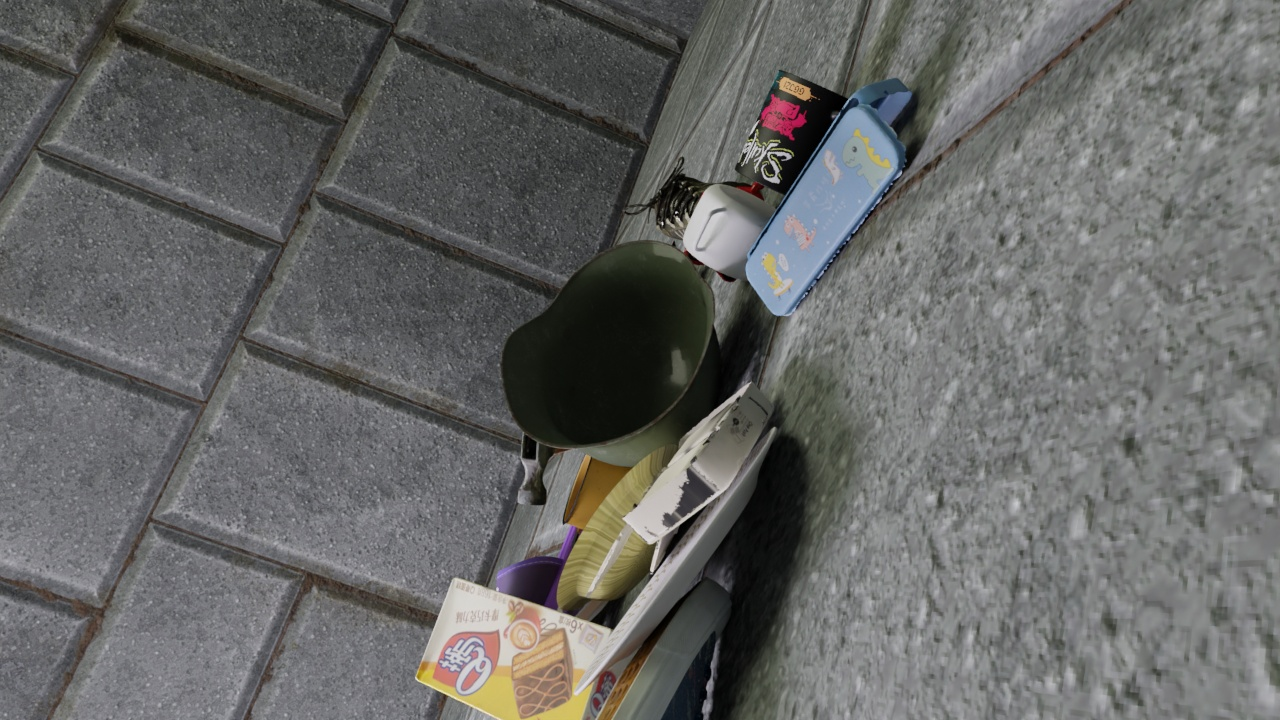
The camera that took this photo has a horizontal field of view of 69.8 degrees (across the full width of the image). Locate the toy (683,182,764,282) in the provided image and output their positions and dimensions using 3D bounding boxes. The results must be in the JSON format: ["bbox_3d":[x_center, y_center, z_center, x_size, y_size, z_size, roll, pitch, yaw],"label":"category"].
[{"bbox_3d":[0.110,-0.161,1.024,0.133,0.088,0.093,-52,-4,21],"label":"toy"}]

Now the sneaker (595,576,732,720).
[{"bbox_3d":[0.012,0.248,0.602,0.234,0.079,0.088,-52,-4,-36],"label":"sneaker"}]

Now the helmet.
[{"bbox_3d":[-0.006,0.006,0.950,0.154,0.227,0.267,53,-148,-49],"label":"helmet"}]

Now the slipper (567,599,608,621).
[{"bbox_3d":[-0.079,0.312,1.100,0.264,0.052,0.114,-54,12,37],"label":"slipper"}]

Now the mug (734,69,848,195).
[{"bbox_3d":[0.153,-0.199,0.841,0.118,0.081,0.098,46,118,51],"label":"mug"}]

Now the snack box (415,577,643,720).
[{"bbox_3d":[-0.108,0.288,0.872,0.231,0.061,0.110,4,67,42],"label":"snack box"}]

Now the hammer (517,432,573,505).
[{"bbox_3d":[-0.066,0.088,1.120,0.330,0.033,0.132,0,-86,-73],"label":"hammer"}]

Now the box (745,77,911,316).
[{"bbox_3d":[0.161,-0.128,0.755,0.085,0.072,0.210,62,148,22],"label":"box"}]

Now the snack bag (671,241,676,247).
[{"bbox_3d":[0.005,-0.085,1.347,0.138,0.066,0.208,-58,6,-13],"label":"snack bag"}]

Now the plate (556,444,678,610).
[{"bbox_3d":[-0.003,0.166,0.854,0.184,0.036,0.185,-45,-25,-28],"label":"plate"}]

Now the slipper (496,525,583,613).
[{"bbox_3d":[-0.116,0.245,1.033,0.107,0.084,0.265,119,175,-59],"label":"slipper"}]

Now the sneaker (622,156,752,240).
[{"bbox_3d":[0.061,-0.208,1.194,0.238,0.143,0.101,-148,80,-81],"label":"sneaker"}]

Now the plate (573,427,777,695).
[{"bbox_3d":[0.032,0.150,0.681,0.242,0.016,0.243,-52,-7,-9],"label":"plate"}]

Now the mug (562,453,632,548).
[{"bbox_3d":[-0.028,0.158,1.003,0.100,0.094,0.123,166,124,-82],"label":"mug"}]

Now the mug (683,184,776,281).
[{"bbox_3d":[0.091,-0.130,0.923,0.115,0.094,0.068,-10,-48,-54],"label":"mug"}]

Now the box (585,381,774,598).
[{"bbox_3d":[0.031,0.108,0.736,0.188,0.058,0.144,-54,-5,34],"label":"box"}]
